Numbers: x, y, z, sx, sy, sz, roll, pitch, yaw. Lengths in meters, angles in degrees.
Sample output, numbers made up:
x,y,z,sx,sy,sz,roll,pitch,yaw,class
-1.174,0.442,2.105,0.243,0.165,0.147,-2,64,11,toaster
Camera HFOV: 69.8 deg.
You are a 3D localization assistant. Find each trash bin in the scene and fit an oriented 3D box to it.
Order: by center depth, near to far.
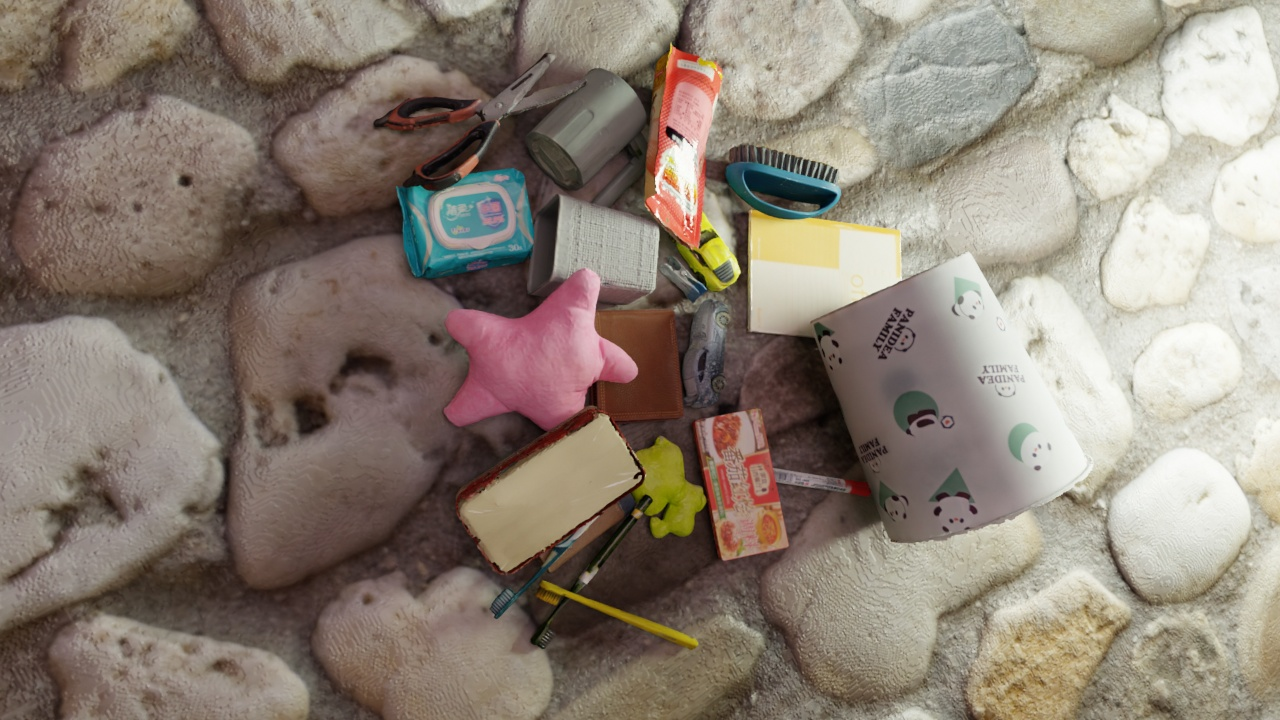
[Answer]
x,y,z,sx,sy,sz,roll,pitch,yaw,class
0.318,0.034,0.985,0.229,0.230,0.252,-23,88,-22,trash bin

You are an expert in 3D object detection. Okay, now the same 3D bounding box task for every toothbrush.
x,y,z,sx,sy,sz,roll,pitch,yaw,class
-0.077,0.178,0.900,0.018,0.016,0.191,45,75,-1,toothbrush
-0.046,0.211,0.922,0.017,0.012,0.185,42,79,-17,toothbrush
-0.021,0.259,0.922,0.190,0.016,0.016,27,90,-24,toothbrush

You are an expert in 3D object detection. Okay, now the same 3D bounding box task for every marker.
x,y,z,sx,sy,sz,roll,pitch,yaw,class
0.195,0.136,1.034,0.145,0.017,0.017,11,78,-18,marker

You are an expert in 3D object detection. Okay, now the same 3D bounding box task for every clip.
x,y,z,sx,sy,sz,roll,pitch,yaw,class
0.046,-0.090,1.010,0.058,0.025,0.035,47,63,-2,clip

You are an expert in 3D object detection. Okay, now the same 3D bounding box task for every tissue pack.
x,y,z,sx,sy,sz,roll,pitch,yaw,class
-0.176,-0.138,0.921,0.133,0.050,0.093,-13,87,-21,tissue pack

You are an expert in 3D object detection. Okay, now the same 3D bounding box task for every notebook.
x,y,z,sx,sy,sz,roll,pitch,yaw,class
0.220,-0.095,1.082,0.206,0.010,0.145,5,81,-20,notebook

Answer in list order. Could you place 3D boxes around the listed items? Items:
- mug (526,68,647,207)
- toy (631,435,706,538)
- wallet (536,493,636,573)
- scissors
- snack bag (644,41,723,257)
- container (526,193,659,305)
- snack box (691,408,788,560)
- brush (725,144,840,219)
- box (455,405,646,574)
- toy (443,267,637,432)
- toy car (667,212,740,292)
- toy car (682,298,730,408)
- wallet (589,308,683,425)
x,y,z,sx,sy,sz,roll,pitch,yaw,class
-0.047,-0.228,0.974,0.103,0.084,0.124,-49,124,-19,mug
0.024,0.135,0.964,0.100,0.031,0.096,31,74,-14,toy
-0.071,0.146,0.928,0.115,0.033,0.090,-35,96,-18,wallet
-0.162,-0.243,0.919,0.226,0.015,0.188,-1,56,4,scissors
0.044,-0.226,0.979,0.128,0.073,0.207,45,47,-54,snack bag
-0.047,-0.109,0.945,0.114,0.090,0.090,8,79,-22,container
0.107,0.132,0.988,0.075,0.025,0.153,-10,85,-5,snack box
0.164,-0.199,1.053,0.143,0.055,0.073,11,77,-19,brush
-0.085,0.119,0.861,0.168,0.078,0.091,-33,99,-10,box
-0.104,0.013,0.904,0.194,0.074,0.179,-20,114,-1,toy
0.071,-0.127,1.021,0.048,0.032,0.105,-37,94,-21,toy car
0.069,-0.008,0.989,0.036,0.054,0.120,12,77,-20,toy car
-0.006,0.006,0.974,0.101,0.032,0.124,-2,83,-23,wallet
